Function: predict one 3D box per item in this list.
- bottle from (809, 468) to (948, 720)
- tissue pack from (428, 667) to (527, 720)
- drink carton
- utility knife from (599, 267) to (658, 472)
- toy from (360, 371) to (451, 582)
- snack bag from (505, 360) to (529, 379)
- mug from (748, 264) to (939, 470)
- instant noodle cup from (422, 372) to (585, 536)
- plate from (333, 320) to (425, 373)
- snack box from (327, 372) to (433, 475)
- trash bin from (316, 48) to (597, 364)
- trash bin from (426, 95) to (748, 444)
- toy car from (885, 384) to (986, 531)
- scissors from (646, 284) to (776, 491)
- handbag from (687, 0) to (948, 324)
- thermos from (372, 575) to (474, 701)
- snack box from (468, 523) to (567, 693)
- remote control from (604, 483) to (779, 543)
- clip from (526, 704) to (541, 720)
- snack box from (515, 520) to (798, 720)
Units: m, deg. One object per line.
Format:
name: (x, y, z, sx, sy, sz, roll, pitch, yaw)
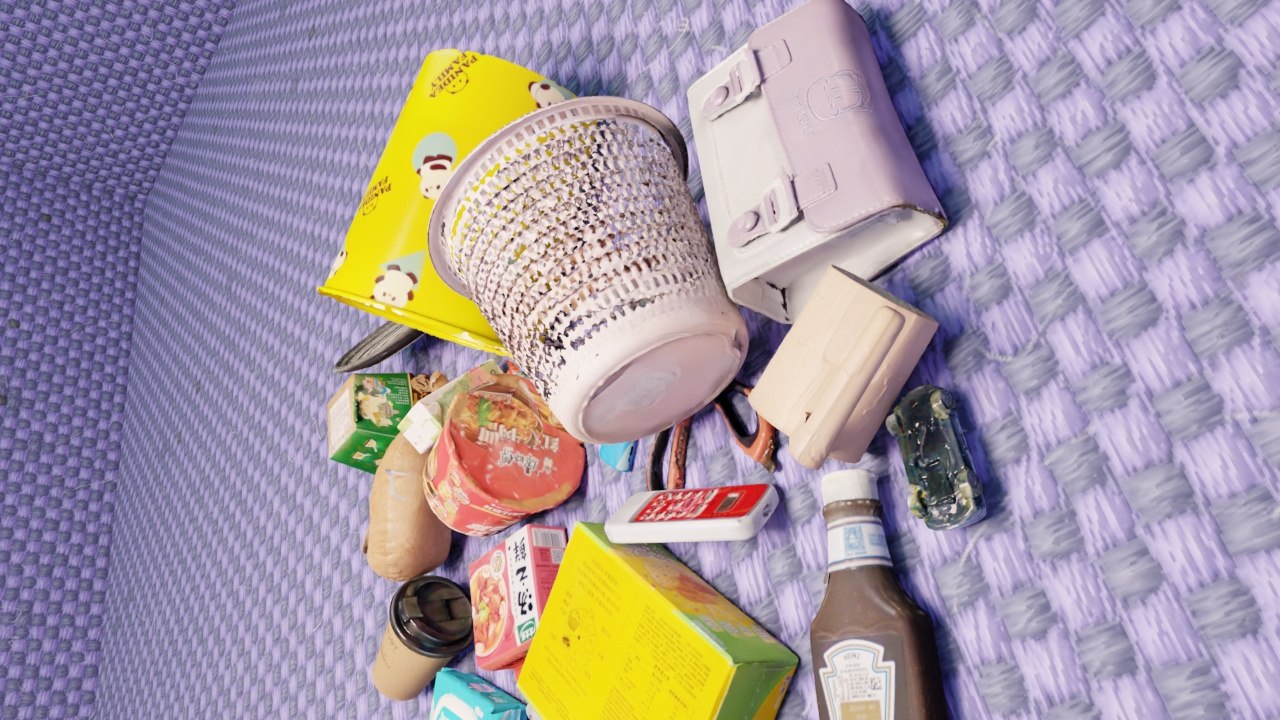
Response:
bottle: (0.141, 0.165, 0.565, 0.080, 0.044, 0.194, -26, 58, 44)
tissue pack: (-0.162, 0.357, 0.877, 0.134, 0.050, 0.093, 2, 82, 52)
drink carton: (-0.190, 0.048, 0.955, 0.045, 0.122, 0.054, 49, 125, 2)
utility knife: (-0.005, 0.005, 0.817, 0.034, 0.018, 0.187, 9, 85, 41)
toy: (-0.232, 0.123, 0.978, 0.082, 0.143, 0.226, 11, 87, 8)
snack bag: (-0.114, 0.035, 0.935, 0.105, 0.026, 0.045, 32, 121, 49)
mug: (0.128, 0.005, 0.576, 0.104, 0.084, 0.124, -62, -4, 14)
instant noodle cup: (-0.136, 0.099, 0.868, 0.109, 0.137, 0.137, -44, 47, 45)
plate: (-0.290, -0.033, 1.109, 0.179, 0.024, 0.179, -29, 17, 10)
snack box: (-0.317, 0.076, 1.114, 0.118, 0.105, 0.118, -41, 49, 37)
trash bin: (-0.168, -0.149, 0.915, 0.230, 0.229, 0.255, 13, 84, 52)
trash bin: (-0.025, -0.052, 0.702, 0.228, 0.227, 0.192, -48, 56, 31)
toy car: (0.181, 0.058, 0.555, 0.043, 0.034, 0.090, -39, 49, 41)
scissors: (0.049, 0.023, 0.748, 0.189, 0.015, 0.226, -55, 42, 25)
handbag: (0.116, -0.146, 0.656, 0.145, 0.098, 0.196, -31, 55, 34)
thermos: (-0.231, 0.293, 0.958, 0.144, 0.093, 0.093, -56, 41, 34)
snack box: (-0.110, 0.233, 0.855, 0.113, 0.044, 0.127, -39, 51, 38)
remote control: (0.036, 0.114, 0.687, 0.136, 0.055, 0.020, -10, 110, 38)
clip: (-0.075, 0.320, 0.809, 0.056, 0.026, 0.024, 29, 105, 39)
snack box: (0.003, 0.236, 0.693, 0.210, 0.070, 0.158, 29, 102, 52)
